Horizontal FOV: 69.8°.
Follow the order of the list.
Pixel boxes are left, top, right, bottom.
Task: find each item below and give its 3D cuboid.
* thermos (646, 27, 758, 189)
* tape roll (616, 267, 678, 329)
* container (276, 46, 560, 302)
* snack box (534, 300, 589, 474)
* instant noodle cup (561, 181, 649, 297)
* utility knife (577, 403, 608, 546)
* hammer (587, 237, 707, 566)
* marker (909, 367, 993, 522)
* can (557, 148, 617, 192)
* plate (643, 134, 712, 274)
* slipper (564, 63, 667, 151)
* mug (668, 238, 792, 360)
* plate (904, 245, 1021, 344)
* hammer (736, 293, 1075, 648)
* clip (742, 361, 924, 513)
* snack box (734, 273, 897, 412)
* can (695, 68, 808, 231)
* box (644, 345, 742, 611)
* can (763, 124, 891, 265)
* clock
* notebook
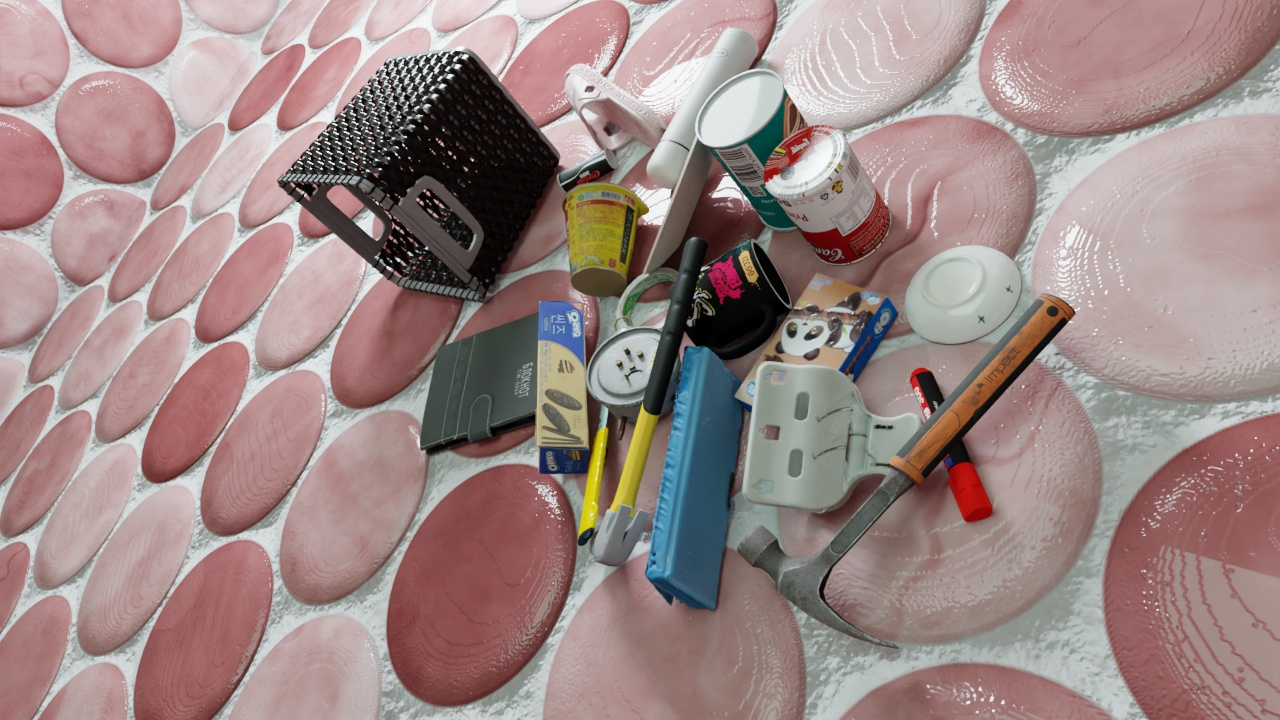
[{"bbox_3d":[0.077,-0.315,1.154,0.052,0.052,0.223,15,71,44],"label":"thermos"},{"bbox_3d":[0.015,-0.063,1.049,0.094,0.018,0.093,-22,49,26],"label":"tape roll"},{"bbox_3d":[-0.297,-0.262,1.285,0.246,0.247,0.243,12,65,44],"label":"container"},{"bbox_3d":[-0.089,0.026,1.025,0.057,0.056,0.206,0,52,-6],"label":"snack box"},{"bbox_3d":[-0.050,-0.141,1.109,0.101,0.100,0.112,-13,61,32],"label":"instant noodle cup"},{"bbox_3d":[-0.044,0.100,0.950,0.031,0.019,0.216,-45,28,36],"label":"utility knife"},{"bbox_3d":[0.012,0.037,0.870,0.127,0.029,0.323,154,133,-79],"label":"hammer"},{"bbox_3d":[0.253,0.066,0.759,0.024,0.021,0.144,-34,44,26],"label":"marker"},{"bbox_3d":[-0.073,-0.258,1.250,0.081,0.031,0.031,-22,48,25],"label":"can"},{"bbox_3d":[0.049,-0.181,1.030,0.189,0.027,0.188,-166,97,-88],"label":"plate"},{"bbox_3d":[-0.047,-0.330,1.238,0.064,0.094,0.239,-45,46,-4],"label":"slipper"},{"bbox_3d":[0.094,-0.052,0.927,0.098,0.082,0.117,-29,44,19],"label":"mug"},{"bbox_3d":[0.285,-0.065,0.825,0.104,0.026,0.104,-21,50,27],"label":"plate"},{"bbox_3d":[0.230,0.080,0.710,0.138,0.035,0.314,42,90,25],"label":"hammer"},{"bbox_3d":[0.169,0.070,0.791,0.152,0.099,0.126,7,84,5],"label":"clip"},{"bbox_3d":[0.166,-0.005,0.871,0.087,0.034,0.151,27,79,46],"label":"snack box"},{"bbox_3d":[0.137,-0.218,0.968,0.099,0.144,0.099,-21,49,26],"label":"can"},{"bbox_3d":[0.045,0.106,0.848,0.054,0.093,0.231,-9,56,34],"label":"box"},{"bbox_3d":[0.186,-0.162,0.908,0.087,0.116,0.086,-21,49,26],"label":"can"},{"bbox_3d":[-0.006,0.006,0.979,0.104,0.056,0.147,-23,46,7],"label":"clock"},{"bbox_3d":[-0.185,0.025,1.143,0.210,0.029,0.169,-19,49,30],"label":"notebook"}]
